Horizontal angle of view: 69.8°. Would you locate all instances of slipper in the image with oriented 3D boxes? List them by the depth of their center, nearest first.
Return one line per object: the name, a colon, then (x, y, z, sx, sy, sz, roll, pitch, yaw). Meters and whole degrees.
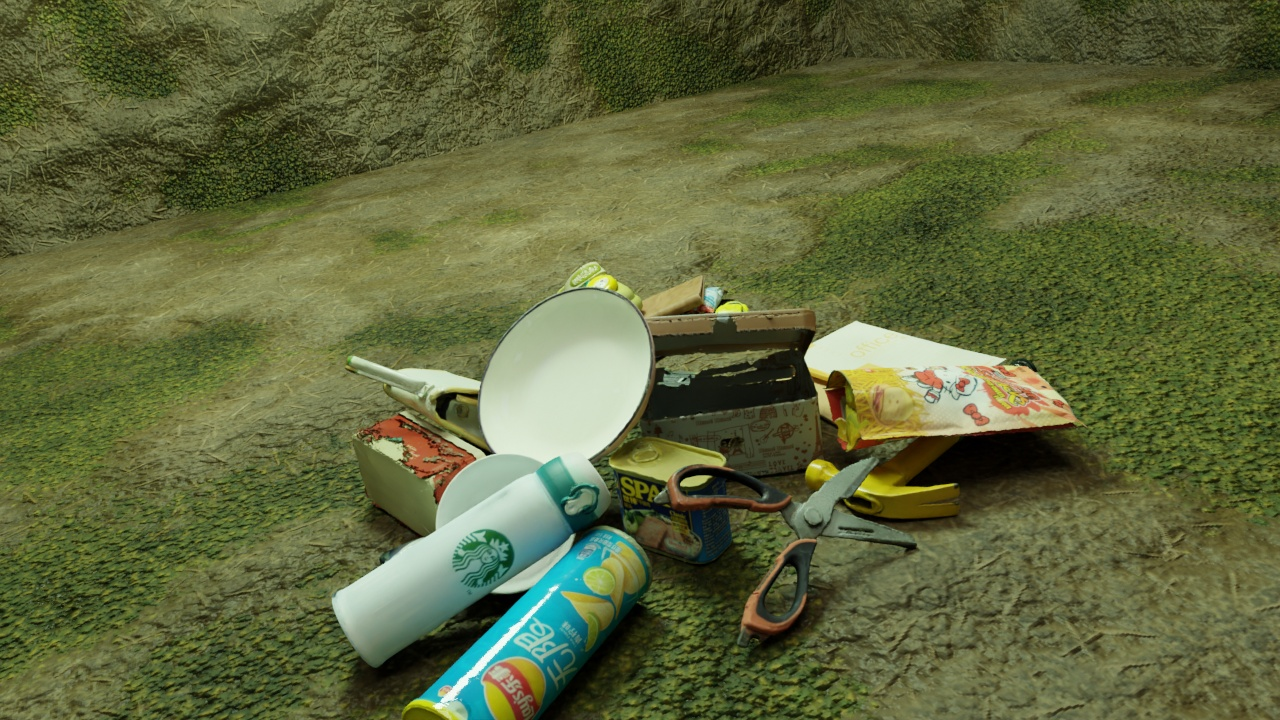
slipper: (-0.075, -0.094, 1.309, 0.091, 0.081, 0.191, -37, 28, -17)

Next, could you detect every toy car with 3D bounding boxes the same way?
toy car: (0.047, 0.032, 1.047, 0.091, 0.036, 0.043, 7, 30, 30)
toy car: (0.119, -0.051, 1.213, 0.048, 0.032, 0.105, -3, 26, 13)

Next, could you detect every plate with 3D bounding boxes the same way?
plate: (-0.065, 0.023, 0.864, 0.193, 0.039, 0.192, -15, 58, 25)

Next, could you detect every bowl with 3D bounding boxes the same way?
bowl: (-0.114, 0.144, 0.802, 0.118, 0.118, 0.065, -12, -13, -5)

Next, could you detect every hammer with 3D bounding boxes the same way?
hammer: (0.298, 0.068, 0.881, 0.299, 0.033, 0.129, -28, 30, -36)

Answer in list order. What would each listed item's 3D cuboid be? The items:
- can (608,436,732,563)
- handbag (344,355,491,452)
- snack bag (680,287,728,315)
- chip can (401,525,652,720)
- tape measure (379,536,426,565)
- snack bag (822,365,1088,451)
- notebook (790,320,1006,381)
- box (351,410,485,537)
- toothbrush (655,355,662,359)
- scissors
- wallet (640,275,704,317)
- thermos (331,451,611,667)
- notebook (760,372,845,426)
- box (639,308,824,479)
can: (0.028, 0.121, 0.796, 0.102, 0.083, 0.057, 10, 30, 37)
handbag: (-0.215, 0.034, 0.957, 0.163, 0.178, 0.063, 12, 75, 57)
snack bag: (0.093, -0.081, 1.293, 0.048, 0.026, 0.103, -2, 26, 25)
chip can: (-0.073, 0.204, 0.662, 0.071, 0.071, 0.209, 7, 29, 32)
tape measure: (-0.188, 0.184, 0.797, 0.066, 0.034, 0.066, -19, 28, -16)
snack bag: (0.284, 0.039, 0.848, 0.208, 0.073, 0.128, -5, 22, -6)
notebook: (0.280, 0.003, 1.038, 0.145, 0.010, 0.206, -24, 28, -32)
box: (-0.218, 0.116, 0.888, 0.078, 0.091, 0.168, -24, 28, -36)
toothbrush: (-0.007, 0.007, 1.149, 0.189, 0.016, 0.014, -30, 24, -37)
scissors: (0.118, 0.129, 0.731, 0.189, 0.015, 0.224, 39, 54, 9)
wallet: (0.043, -0.083, 1.293, 0.101, 0.020, 0.115, -23, 18, 13)
thermos: (-0.128, 0.152, 0.727, 0.224, 0.073, 0.073, -32, 28, -9)
notebook: (0.238, 0.027, 1.025, 0.147, 0.008, 0.208, -20, 26, -23)
box: (0.086, 0.011, 0.919, 0.182, 0.166, 0.150, -8, 25, 3)
